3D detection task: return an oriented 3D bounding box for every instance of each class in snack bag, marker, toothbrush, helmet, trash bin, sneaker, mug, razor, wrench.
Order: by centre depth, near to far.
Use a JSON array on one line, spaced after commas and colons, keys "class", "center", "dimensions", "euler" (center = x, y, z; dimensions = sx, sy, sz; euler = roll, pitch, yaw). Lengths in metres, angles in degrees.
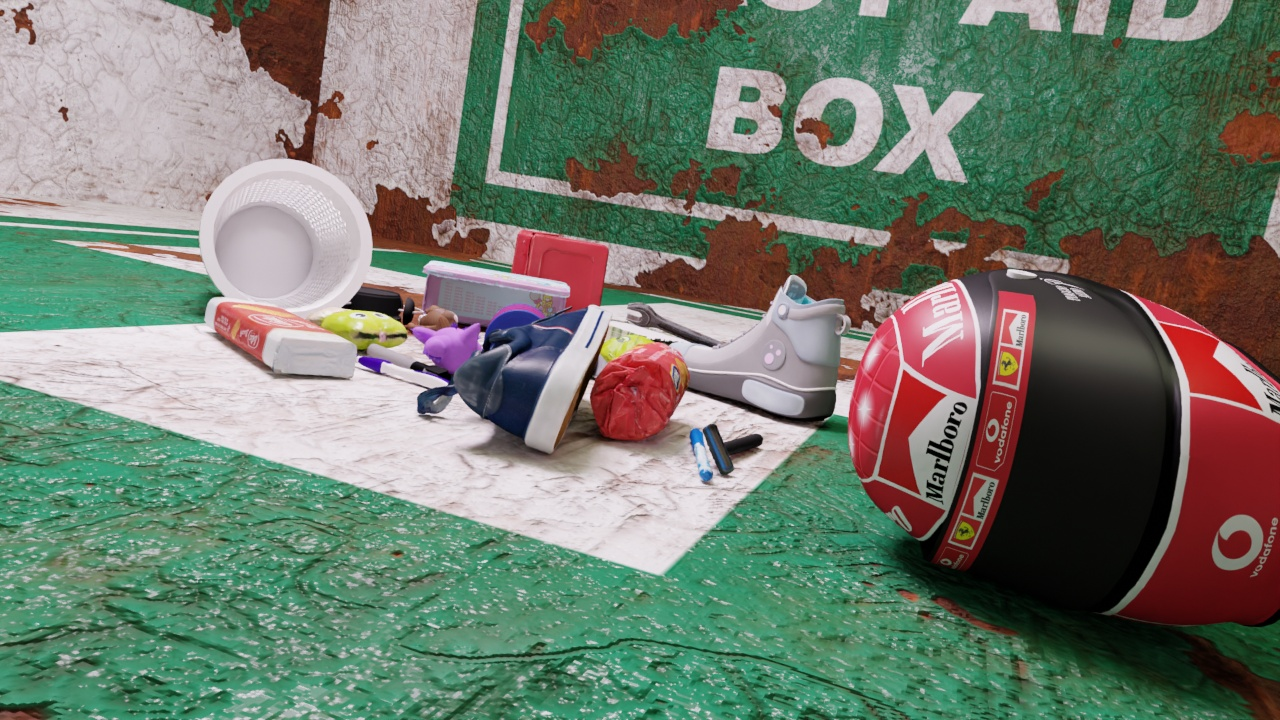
[{"class": "helmet", "center": [0.248, 0.044, 0.586], "dimensions": [0.225, 0.198, 0.270], "euler": [11, 16, 7]}, {"class": "marker", "center": [0.051, 0.078, 0.767], "dimensions": [0.013, 0.013, 0.141], "euler": [10, 8, -1]}, {"class": "razor", "center": [0.081, 0.075, 0.797], "dimensions": [0.022, 0.042, 0.144], "euler": [-24, -10, 19]}, {"class": "sneaker", "center": [-0.103, 0.000, 0.812], "dimensions": [0.127, 0.121, 0.294], "euler": [23, 11, 1]}, {"class": "snack bag", "center": [0.003, 0.028, 0.845], "dimensions": [0.082, 0.082, 0.176], "euler": [11, 8, 7]}, {"class": "toothbrush", "center": [-0.255, 0.005, 0.904], "dimensions": [0.187, 0.015, 0.016], "euler": [14, 4, 27]}, {"class": "snack bag", "center": [-0.361, -0.025, 0.909], "dimensions": [0.077, 0.041, 0.225], "euler": [6, 7, -41]}, {"class": "marker", "center": [-0.238, 0.004, 0.932], "dimensions": [0.141, 0.016, 0.016], "euler": [17, 11, 43]}, {"class": "mug", "center": [-0.155, -0.018, 1.036], "dimensions": [0.112, 0.075, 0.076], "euler": [-17, 10, -3]}, {"class": "sneaker", "center": [0.133, -0.028, 1.097], "dimensions": [0.092, 0.160, 0.257], "euler": [2, 12, -43]}, {"class": "trash bin", "center": [-0.468, -0.145, 1.180], "dimensions": [0.195, 0.195, 0.200], "euler": [5, 0, -30]}, {"class": "wrench", "center": [0.104, -0.016, 1.205], "dimensions": [0.273, 0.010, 0.070], "euler": [22, -26, -13]}]

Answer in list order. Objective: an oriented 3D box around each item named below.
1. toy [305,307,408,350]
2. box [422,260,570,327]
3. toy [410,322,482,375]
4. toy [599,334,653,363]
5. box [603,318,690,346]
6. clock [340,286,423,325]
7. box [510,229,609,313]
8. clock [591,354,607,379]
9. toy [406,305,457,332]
[{"class": "toy", "center": [-0.323, -0.037, 1.022], "dimensions": [0.118, 0.043, 0.092], "euler": [13, 9, 35]}, {"class": "box", "center": [-0.213, -0.091, 1.348], "dimensions": [0.214, 0.089, 0.093], "euler": [9, 1, -8]}, {"class": "toy", "center": [-0.190, -0.012, 0.954], "dimensions": [0.106, 0.055, 0.088], "euler": [29, -11, -22]}, {"class": "toy", "center": [-0.006, 0.006, 1.023], "dimensions": [0.094, 0.036, 0.093], "euler": [14, 45, 16]}, {"class": "box", "center": [-0.010, -0.024, 1.309], "dimensions": [0.117, 0.050, 0.206], "euler": [8, 8, -37]}, {"class": "clock", "center": [-0.355, -0.073, 1.242], "dimensions": [0.120, 0.042, 0.091], "euler": [4, 10, -36]}, {"class": "box", "center": [-0.124, -0.118, 1.455], "dimensions": [0.165, 0.157, 0.151], "euler": [17, 13, 31]}, {"class": "clock", "center": [-0.023, 0.007, 1.105], "dimensions": [0.123, 0.035, 0.094], "euler": [12, 8, 11]}, {"class": "toy", "center": [-0.260, -0.046, 1.182], "dimensions": [0.054, 0.041, 0.102], "euler": [-25, 19, -35]}]
